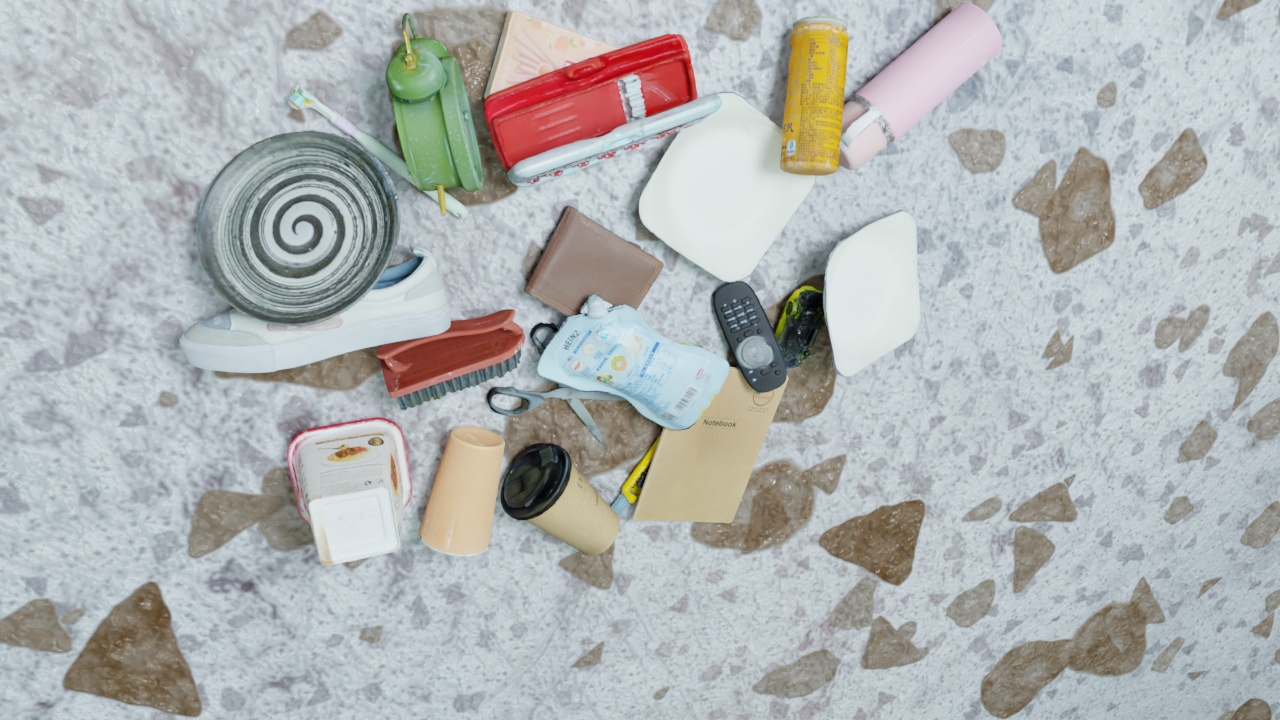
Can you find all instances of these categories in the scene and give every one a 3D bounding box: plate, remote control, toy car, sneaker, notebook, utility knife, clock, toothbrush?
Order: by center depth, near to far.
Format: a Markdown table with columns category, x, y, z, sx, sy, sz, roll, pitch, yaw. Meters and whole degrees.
| category | x | y | z | sx | sy | sz | roll | pitch | yaw |
| --- | --- | --- | --- | --- | --- | --- | --- | --- | --- |
| clock | -0.180 | -0.218 | 0.798 | 0.056 | 0.116 | 0.161 | -11 | 120 | -3 |
| plate | -0.298 | -0.116 | 0.809 | 0.179 | 0.024 | 0.179 | 0 | 80 | 2 |
| sneaker | -0.300 | -0.054 | 0.845 | 0.242 | 0.089 | 0.091 | -12 | 115 | -15 |
| toothbrush | -0.237 | -0.187 | 0.847 | 0.189 | 0.029 | 0.020 | 34 | 58 | -30 |
| plate | 0.087 | -0.180 | 0.954 | 0.163 | 0.034 | 0.164 | 31 | 101 | -29 |
| remote control | 0.123 | -0.028 | 1.034 | 0.053 | 0.024 | 0.136 | -23 | 107 | 8 |
| plate | 0.254 | -0.077 | 1.038 | 0.163 | 0.034 | 0.164 | -27 | 119 | -32 |
| toy car | 0.178 | -0.038 | 1.054 | 0.048 | 0.032 | 0.105 | 3 | 123 | -21 |
| utility knife | 0.009 | 0.133 | 1.080 | 0.033 | 0.015 | 0.223 | 31 | 100 | -29 |
| notebook | 0.083 | 0.103 | 1.085 | 0.147 | 0.008 | 0.208 | 7 | 112 | -31 |

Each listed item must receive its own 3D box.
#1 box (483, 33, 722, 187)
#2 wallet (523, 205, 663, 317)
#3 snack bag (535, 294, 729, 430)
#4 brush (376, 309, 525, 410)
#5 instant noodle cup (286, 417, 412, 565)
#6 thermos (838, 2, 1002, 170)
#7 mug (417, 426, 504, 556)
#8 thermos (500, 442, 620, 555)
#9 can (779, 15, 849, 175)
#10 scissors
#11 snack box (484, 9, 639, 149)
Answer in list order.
| category | x | y | z | sx | sy | sz | roll | pitch | yaw |
| --- | --- | --- | --- | --- | --- | --- | --- | --- | --- |
| box | -0.031 | -0.218 | 0.826 | 0.201 | 0.100 | 0.095 | -22 | 121 | -9 |
| wallet | -0.048 | -0.089 | 0.952 | 0.124 | 0.032 | 0.101 | 28 | 99 | -29 |
| snack bag | -0.006 | 0.006 | 0.974 | 0.191 | 0.038 | 0.110 | 26 | 120 | -25 |
| brush | -0.186 | -0.008 | 0.920 | 0.145 | 0.063 | 0.069 | -18 | 132 | -12 |
| instant noodle cup | -0.286 | 0.133 | 0.914 | 0.116 | 0.124 | 0.116 | -10 | 116 | -16 |
| thermos | 0.277 | -0.282 | 0.946 | 0.198 | 0.087 | 0.067 | -39 | 86 | 0 |
| mug | -0.186 | 0.137 | 0.983 | 0.078 | 0.078 | 0.123 | 10 | 105 | -23 |
| thermos | -0.086 | 0.158 | 1.021 | 0.093 | 0.093 | 0.143 | -42 | 127 | 3 |
| can | 0.173 | -0.260 | 0.911 | 0.058 | 0.058 | 0.146 | 3 | 94 | -21 |
| scissors | -0.082 | 0.030 | 1.006 | 0.181 | 0.014 | 0.160 | -7 | 118 | -19 |
| snack box | -0.061 | -0.264 | 0.868 | 0.157 | 0.026 | 0.084 | 12 | 109 | -23 |
